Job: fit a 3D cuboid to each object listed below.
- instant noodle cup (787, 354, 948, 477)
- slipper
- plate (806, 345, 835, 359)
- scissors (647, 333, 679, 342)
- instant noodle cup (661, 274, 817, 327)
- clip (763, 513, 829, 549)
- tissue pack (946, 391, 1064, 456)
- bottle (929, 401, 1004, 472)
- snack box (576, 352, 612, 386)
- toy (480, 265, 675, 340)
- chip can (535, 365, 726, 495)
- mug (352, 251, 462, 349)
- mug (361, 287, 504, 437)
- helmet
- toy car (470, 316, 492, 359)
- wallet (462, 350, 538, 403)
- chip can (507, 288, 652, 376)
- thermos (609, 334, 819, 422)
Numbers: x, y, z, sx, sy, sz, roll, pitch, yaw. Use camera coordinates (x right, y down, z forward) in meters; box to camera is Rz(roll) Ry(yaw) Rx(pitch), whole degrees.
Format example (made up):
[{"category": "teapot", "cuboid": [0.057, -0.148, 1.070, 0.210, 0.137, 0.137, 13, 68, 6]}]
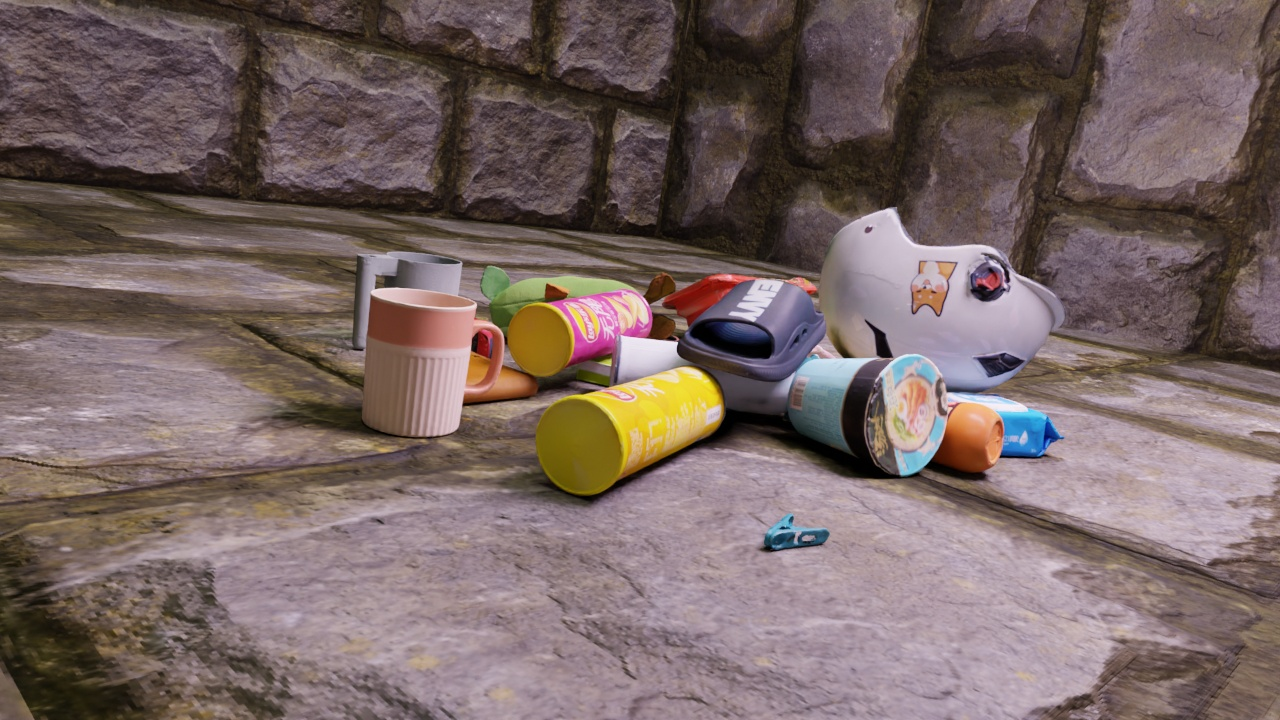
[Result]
[{"category": "instant noodle cup", "cuboid": [0.207, 0.044, 0.864, 0.111, 0.111, 0.121, 1, 5, -34]}, {"category": "slipper", "cuboid": [0.119, -0.046, 0.913, 0.111, 0.083, 0.267, 14, 17, 23]}, {"category": "plate", "cuboid": [0.185, -0.008, 1.247, 0.192, 0.039, 0.192, 9, 11, -2]}, {"category": "scissors", "cuboid": [-0.011, -0.046, 1.345, 0.202, 0.015, 0.205, 16, 14, 33]}, {"category": "instant noodle cup", "cuboid": [0.143, -0.072, 1.339, 0.188, 0.079, 0.165, 4, -14, -27]}, {"category": "clip", "cuboid": [0.100, 0.117, 0.621, 0.033, 0.013, 0.054, 18, 12, 41]}, {"category": "tissue pack", "cuboid": [0.369, 0.065, 0.989, 0.157, 0.052, 0.095, 4, 12, -23]}, {"category": "bottle", "cuboid": [0.274, 0.067, 0.902, 0.150, 0.067, 0.066, 9, 9, 39]}, {"category": "snack box", "cuboid": [-0.006, 0.006, 1.059, 0.086, 0.026, 0.156, 12, 12, 15]}, {"category": "toy", "cuboid": [-0.076, -0.061, 1.156, 0.247, 0.090, 0.227, 1, -18, 6]}, {"category": "chip can", "cuboid": [0.001, 0.049, 0.733, 0.072, 0.072, 0.213, 14, 12, 24]}, {"category": "mug", "cuboid": [-0.260, -0.064, 1.013, 0.084, 0.103, 0.123, 19, 16, 40]}, {"category": "mug", "cuboid": [-0.168, 0.001, 0.751, 0.114, 0.106, 0.082, 1, 14, -35]}, {"category": "helmet", "cuboid": [0.323, -0.040, 1.056, 0.274, 0.156, 0.230, 28, -11, 9]}, {"category": "toy car", "cuboid": [-0.174, -0.018, 0.988, 0.031, 0.049, 0.106, 3, 13, -23]}, {"category": "wallet", "cuboid": [-0.184, 0.014, 0.876, 0.119, 0.035, 0.130, 24, 17, 34]}, {"category": "chip can", "cuboid": [-0.057, -0.034, 0.971, 0.071, 0.071, 0.210, 13, 13, 21]}, {"category": "thermos", "cuboid": [0.082, 0.021, 0.945, 0.224, 0.073, 0.073, 6, 11, -5]}]
